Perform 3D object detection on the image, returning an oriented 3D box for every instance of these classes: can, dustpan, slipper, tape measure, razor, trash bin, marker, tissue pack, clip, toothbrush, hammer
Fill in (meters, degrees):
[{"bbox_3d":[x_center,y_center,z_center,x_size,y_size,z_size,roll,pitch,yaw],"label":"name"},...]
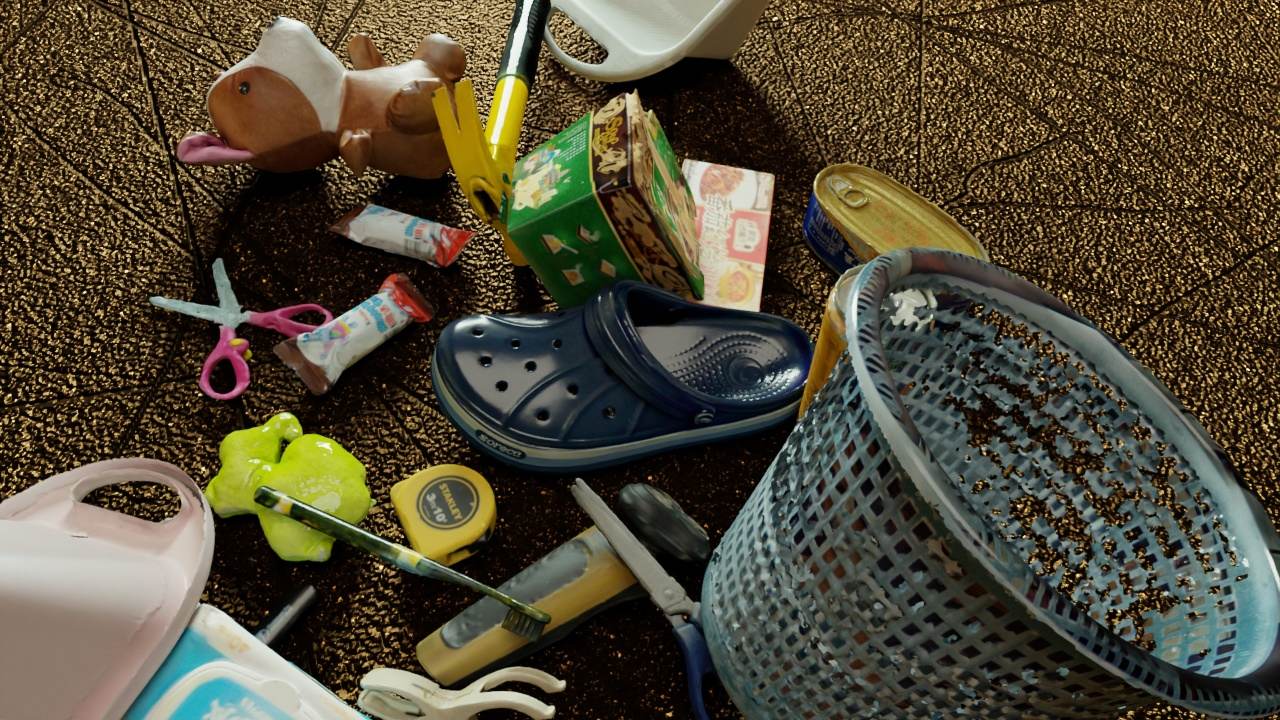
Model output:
[{"bbox_3d":[0.128,0.014,0.544,0.058,0.146,0.058,1,50,-1],"label":"can"},{"bbox_3d":[0.188,-0.087,0.689,0.074,0.049,0.148,-34,63,-27],"label":"can"},{"bbox_3d":[-0.320,0.165,0.422,0.223,0.138,0.273,8,76,29],"label":"dustpan"},{"bbox_3d":[-0.003,0.003,0.576,0.252,0.095,0.105,-1,50,-11],"label":"slipper"},{"bbox_3d":[-0.113,0.091,0.537,0.057,0.029,0.060,-23,58,-20],"label":"tape measure"},{"bbox_3d":[0.023,-0.374,0.806,0.142,0.258,0.222,-14,52,-45],"label":"dustpan"},{"bbox_3d":[-0.043,0.122,0.502,0.167,0.068,0.062,-28,38,-17],"label":"razor"},{"bbox_3d":[0.136,0.093,0.432,0.226,0.196,0.226,21,41,-19],"label":"trash bin"},{"bbox_3d":[-0.215,0.165,0.478,0.018,0.015,0.123,31,57,12],"label":"marker"},{"bbox_3d":[-0.186,0.184,0.425,0.140,0.063,0.089,32,57,6],"label":"tissue pack"},{"bbox_3d":[-0.080,0.167,0.450,0.101,0.096,0.035,41,14,1],"label":"clip"},{"bbox_3d":[-0.132,0.106,0.488,0.186,0.012,0.017,19,78,16],"label":"toothbrush"},{"bbox_3d":[-0.101,-0.215,0.727,0.033,0.129,0.300,-14,44,16],"label":"hammer"}]

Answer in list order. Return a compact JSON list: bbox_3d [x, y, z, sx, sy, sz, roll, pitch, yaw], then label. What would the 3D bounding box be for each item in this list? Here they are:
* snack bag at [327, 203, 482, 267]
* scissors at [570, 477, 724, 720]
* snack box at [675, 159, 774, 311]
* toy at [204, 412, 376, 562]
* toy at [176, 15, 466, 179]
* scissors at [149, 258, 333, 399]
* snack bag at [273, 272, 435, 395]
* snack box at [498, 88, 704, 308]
[{"bbox_3d":[-0.173,-0.094,0.674,0.104,0.026,0.048,18,41,8],"label":"snack bag"},{"bbox_3d":[0.012,0.136,0.477,0.174,0.012,0.105,30,63,-15],"label":"scissors"},{"bbox_3d":[0.058,-0.089,0.693,0.075,0.026,0.152,10,52,3],"label":"snack box"},{"bbox_3d":[-0.205,0.072,0.540,0.100,0.031,0.096,1,56,0],"label":"toy"},{"bbox_3d":[-0.235,-0.194,0.690,0.199,0.131,0.140,-4,37,3],"label":"toy"},{"bbox_3d":[-0.268,-0.029,0.623,0.125,0.017,0.133,-18,53,-16],"label":"scissors"},{"bbox_3d":[-0.188,-0.020,0.614,0.105,0.026,0.045,-40,89,-30],"label":"snack bag"},{"bbox_3d":[-0.026,-0.100,0.632,0.106,0.117,0.118,-17,45,17],"label":"snack box"}]
